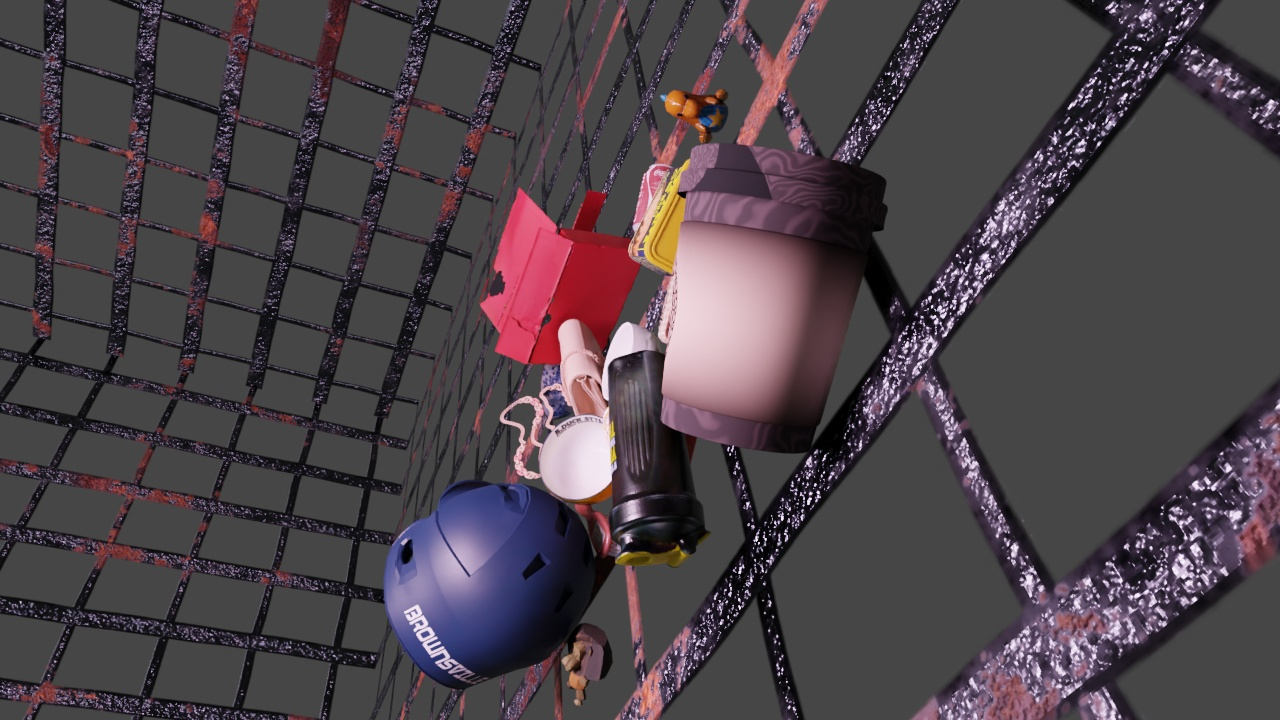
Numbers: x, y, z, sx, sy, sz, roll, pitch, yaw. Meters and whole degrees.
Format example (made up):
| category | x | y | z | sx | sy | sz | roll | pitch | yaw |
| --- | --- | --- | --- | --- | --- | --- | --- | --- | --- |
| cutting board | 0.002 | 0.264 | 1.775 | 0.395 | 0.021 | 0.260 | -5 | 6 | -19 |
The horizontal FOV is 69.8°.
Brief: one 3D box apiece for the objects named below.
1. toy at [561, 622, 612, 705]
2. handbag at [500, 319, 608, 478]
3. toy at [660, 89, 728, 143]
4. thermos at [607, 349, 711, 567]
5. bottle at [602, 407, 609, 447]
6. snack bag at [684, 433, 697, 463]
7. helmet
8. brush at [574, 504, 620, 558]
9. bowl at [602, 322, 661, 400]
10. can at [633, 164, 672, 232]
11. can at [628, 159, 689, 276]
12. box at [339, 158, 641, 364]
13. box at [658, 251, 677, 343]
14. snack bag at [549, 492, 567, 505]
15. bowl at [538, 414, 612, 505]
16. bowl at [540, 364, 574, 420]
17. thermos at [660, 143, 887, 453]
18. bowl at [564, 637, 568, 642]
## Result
| category | x | y | z | sx | sy | sz | roll | pitch | yaw |
| --- | --- | --- | --- | --- | --- | --- | --- | --- | --- |
| toy | -0.067 | 0.359 | 1.074 | 0.076 | 0.062 | 0.100 | 34 | 114 | 51 |
| handbag | -0.129 | 0.048 | 1.291 | 0.198 | 0.187 | 0.117 | -107 | -4 | -57 |
| toy | 0.061 | -0.328 | 1.183 | 0.103 | 0.090 | 0.071 | 42 | 117 | 46 |
| thermos | 0.011 | 0.100 | 0.942 | 0.098 | 0.098 | 0.220 | 128 | 143 | -50 |
| bottle | -0.010 | 0.093 | 1.111 | 0.109 | 0.063 | 0.063 | -109 | 38 | -58 |
| snack bag | 0.030 | 0.103 | 1.027 | 0.077 | 0.041 | 0.225 | 3 | 76 | 69 |
| helmet | -0.165 | 0.253 | 1.145 | 0.223 | 0.232 | 0.271 | -32 | 21 | 13 |
| brush | -0.054 | 0.210 | 1.195 | 0.172 | 0.030 | 0.041 | -139 | 66 | -68 |
| bowl | -0.007 | 0.007 | 1.187 | 0.105 | 0.054 | 0.105 | -165 | 91 | -74 |
| can | 0.024 | -0.220 | 1.277 | 0.054 | 0.054 | 0.096 | 161 | 122 | -68 |
| can | 0.049 | -0.169 | 1.106 | 0.135 | 0.075 | 0.104 | -64 | 16 | -1 |
| box | -0.212 | -0.124 | 1.333 | 0.107 | 0.409 | 0.212 | -103 | 33 | -57 |
| box | 0.071 | -0.101 | 1.026 | 0.054 | 0.079 | 0.187 | 22 | -100 | -68 |
| snack bag | -0.124 | 0.203 | 1.423 | 0.074 | 0.018 | 0.155 | -112 | 41 | -62 |
| bowl | -0.066 | 0.136 | 1.199 | 0.067 | 0.117 | 0.117 | 50 | -136 | -59 |
| bowl | -0.116 | 0.039 | 1.453 | 0.114 | 0.045 | 0.114 | 5 | -91 | -73 |
| thermos | 0.100 | -0.048 | 0.762 | 0.173 | 0.172 | 0.226 | -153 | 73 | -71 |
| bowl | -0.112 | 0.327 | 1.270 | 0.119 | 0.032 | 0.119 | -165 | 91 | -72 |
